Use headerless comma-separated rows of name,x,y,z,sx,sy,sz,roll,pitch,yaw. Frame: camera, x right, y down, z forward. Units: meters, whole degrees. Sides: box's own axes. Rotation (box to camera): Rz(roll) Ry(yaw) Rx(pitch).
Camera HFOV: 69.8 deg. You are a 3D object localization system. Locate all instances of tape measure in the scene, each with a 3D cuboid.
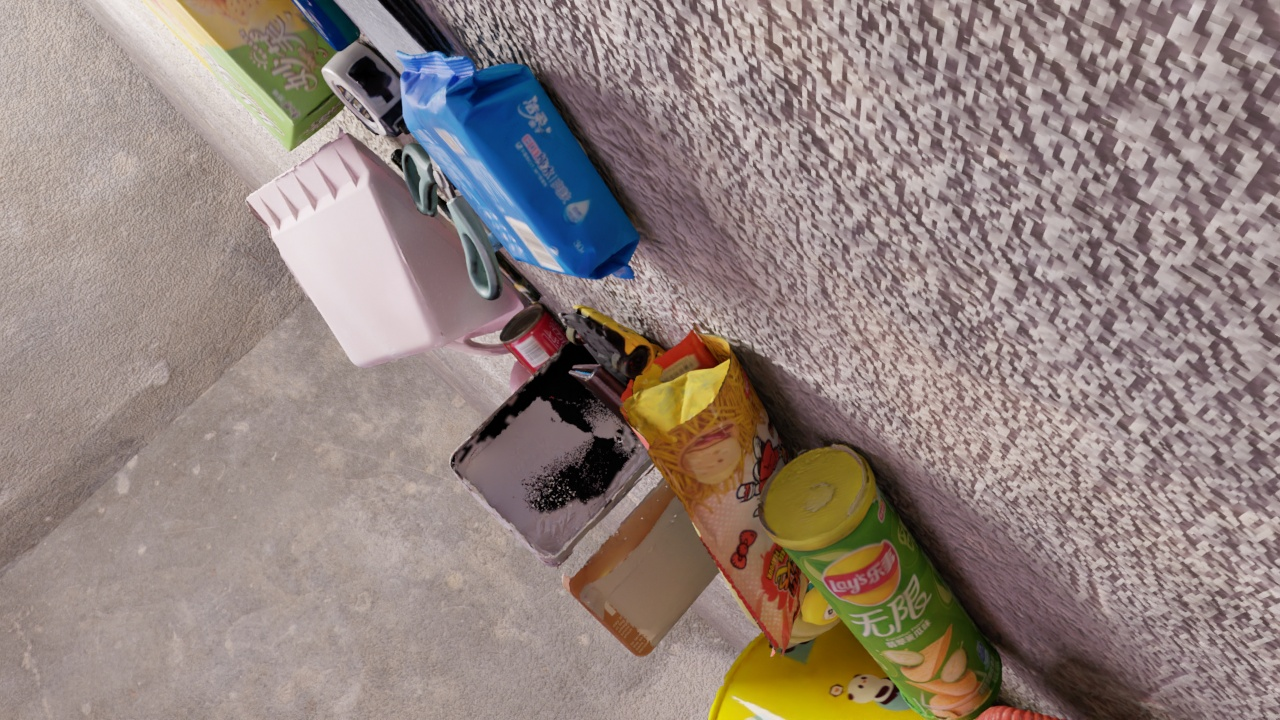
tape measure,-0.194,-0.195,0.662,0.066,0.033,0.066,25,159,52
tape measure,-0.208,-0.231,0.601,0.054,0.025,0.058,50,175,-31

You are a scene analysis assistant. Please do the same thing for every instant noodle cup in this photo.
instant noodle cup,0.251,0.259,0.536,0.189,0.079,0.165,9,155,15

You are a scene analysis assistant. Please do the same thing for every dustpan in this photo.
dustpan,-0.239,-0.099,0.932,0.223,0.138,0.273,-8,112,43

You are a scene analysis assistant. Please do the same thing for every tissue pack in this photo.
tissue pack,-0.066,-0.106,0.502,0.095,0.052,0.157,23,156,53

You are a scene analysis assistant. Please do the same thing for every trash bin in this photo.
trash bin,0.218,0.362,0.782,0.229,0.229,0.256,49,161,-23

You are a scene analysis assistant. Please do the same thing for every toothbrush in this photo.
toothbrush,-0.158,-0.121,0.836,0.186,0.012,0.017,46,157,-10

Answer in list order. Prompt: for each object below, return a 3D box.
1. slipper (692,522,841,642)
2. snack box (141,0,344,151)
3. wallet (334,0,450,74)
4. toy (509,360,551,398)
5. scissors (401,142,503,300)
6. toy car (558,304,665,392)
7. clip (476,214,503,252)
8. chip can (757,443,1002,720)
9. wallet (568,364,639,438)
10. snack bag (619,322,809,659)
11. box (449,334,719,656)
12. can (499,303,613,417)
slipper,0.111,0.156,0.721,0.190,0.091,0.082,53,163,-23
snack box,-0.333,-0.278,0.740,0.210,0.070,0.158,48,167,-18
wallet,-0.164,-0.216,0.536,0.121,0.019,0.097,48,169,-24
toy,-0.095,0.036,0.997,0.121,0.054,0.159,48,-166,-22
scissors,-0.163,-0.135,0.746,0.179,0.019,0.173,42,156,41
toy car,-0.004,0.004,0.684,0.071,0.041,0.156,30,167,37
clip,-0.137,-0.109,0.784,0.057,0.024,0.030,41,164,33
chip can,0.158,0.149,0.581,0.221,0.072,0.073,51,166,-28
wallet,0.000,0.047,0.689,0.122,0.020,0.096,44,168,-11
snack bag,0.066,0.084,0.593,0.073,0.128,0.208,-12,129,31
box,-0.023,0.123,0.828,0.274,0.178,0.124,47,166,-11
can,-0.077,0.009,0.908,0.133,0.053,0.053,50,166,-26
